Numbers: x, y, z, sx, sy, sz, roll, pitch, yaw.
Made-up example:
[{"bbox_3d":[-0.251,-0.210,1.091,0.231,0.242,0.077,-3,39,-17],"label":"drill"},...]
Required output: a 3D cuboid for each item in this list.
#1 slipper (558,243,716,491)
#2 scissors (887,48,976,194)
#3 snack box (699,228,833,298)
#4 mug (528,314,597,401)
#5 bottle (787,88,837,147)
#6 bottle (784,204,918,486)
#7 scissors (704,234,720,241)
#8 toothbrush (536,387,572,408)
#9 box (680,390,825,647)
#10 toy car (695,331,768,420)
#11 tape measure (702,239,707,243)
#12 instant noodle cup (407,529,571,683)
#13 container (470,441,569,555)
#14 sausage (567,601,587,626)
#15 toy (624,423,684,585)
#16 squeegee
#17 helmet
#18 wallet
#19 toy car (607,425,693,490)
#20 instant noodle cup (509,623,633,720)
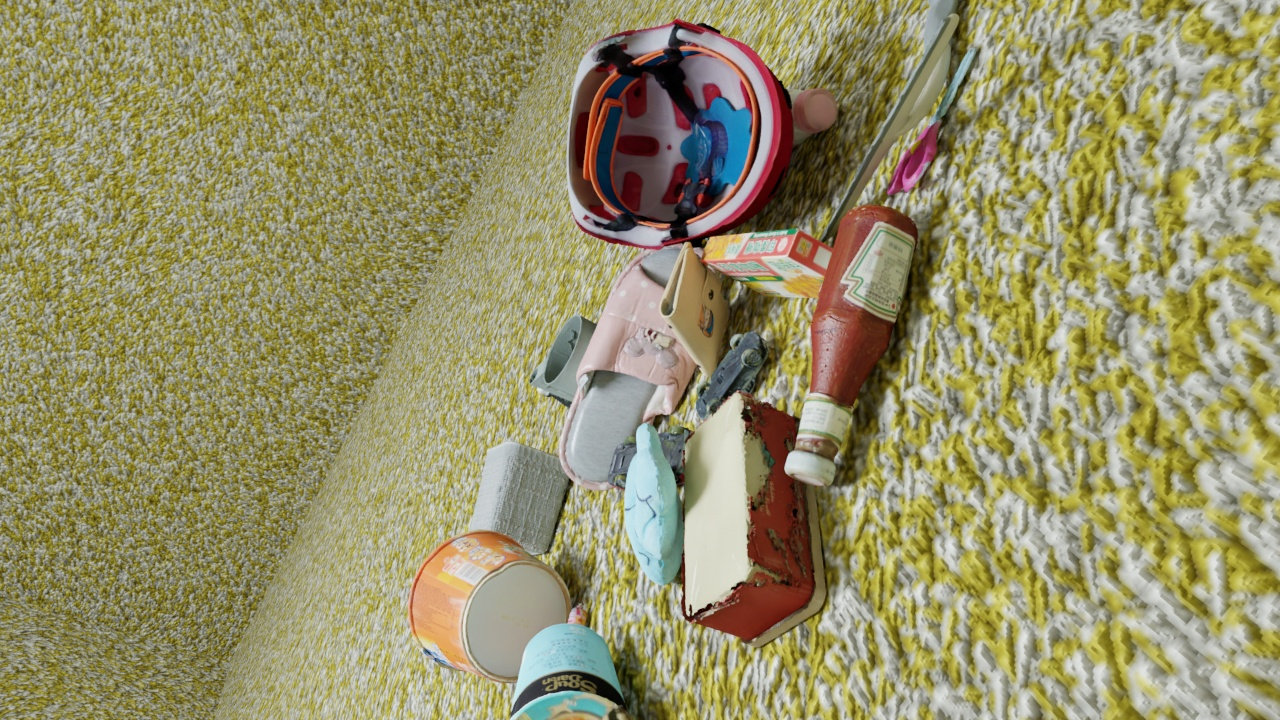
[{"bbox_3d":[-0.006,0.005,0.930,0.274,0.114,0.054,-65,-5,5],"label":"slipper"},{"bbox_3d":[0.231,-0.188,0.722,0.135,0.017,0.063,-63,9,-8],"label":"scissors"},{"bbox_3d":[0.118,-0.080,0.774,0.027,0.077,0.156,-66,21,-4],"label":"snack box"},{"bbox_3d":[-0.053,0.016,1.026,0.124,0.103,0.083,-39,33,49],"label":"mug"},{"bbox_3d":[0.129,-0.245,0.952,0.197,0.068,0.068,14,79,64],"label":"bottle"},{"bbox_3d":[0.148,-0.011,0.659,0.060,0.059,0.205,-12,56,64],"label":"bottle"},{"bbox_3d":[0.041,-0.094,1.008,0.174,0.019,0.169,-27,56,54],"label":"scissors"},{"bbox_3d":[-0.108,0.051,1.236,0.015,0.018,0.181,-63,23,-5],"label":"toothbrush"},{"bbox_3d":[0.072,0.108,0.668,0.092,0.079,0.168,-47,28,39],"label":"box"},{"bbox_3d":[0.082,0.017,0.809,0.091,0.034,0.043,-57,20,13],"label":"toy car"},{"bbox_3d":[0.066,-0.157,1.036,0.060,0.028,0.057,-27,61,55],"label":"tape measure"},{"bbox_3d":[-0.148,0.255,0.937,0.112,0.151,0.151,-3,63,57],"label":"instant noodle cup"},{"bbox_3d":[-0.145,0.168,1.096,0.090,0.090,0.114,-26,47,59],"label":"container"},{"bbox_3d":[-0.073,0.304,0.869,0.020,0.020,0.155,-32,38,54],"label":"sausage"},{"bbox_3d":[0.011,0.122,0.753,0.156,0.050,0.161,-100,4,-77],"label":"toy"},{"bbox_3d":[0.232,-0.246,0.740,0.247,0.039,0.245,108,-174,-61],"label":"squeegee"},{"bbox_3d":[0.053,-0.210,0.886,0.240,0.143,0.207,7,100,33],"label":"helmet"},{"bbox_3d":[0.055,-0.049,0.856,0.024,0.115,0.087,1,63,28],"label":"wallet"},{"bbox_3d":[0.017,0.095,0.857,0.121,0.045,0.052,-19,51,53],"label":"toy car"},{"bbox_3d":[-0.058,0.284,0.760,0.111,0.111,0.120,-59,13,13],"label":"instant noodle cup"}]
